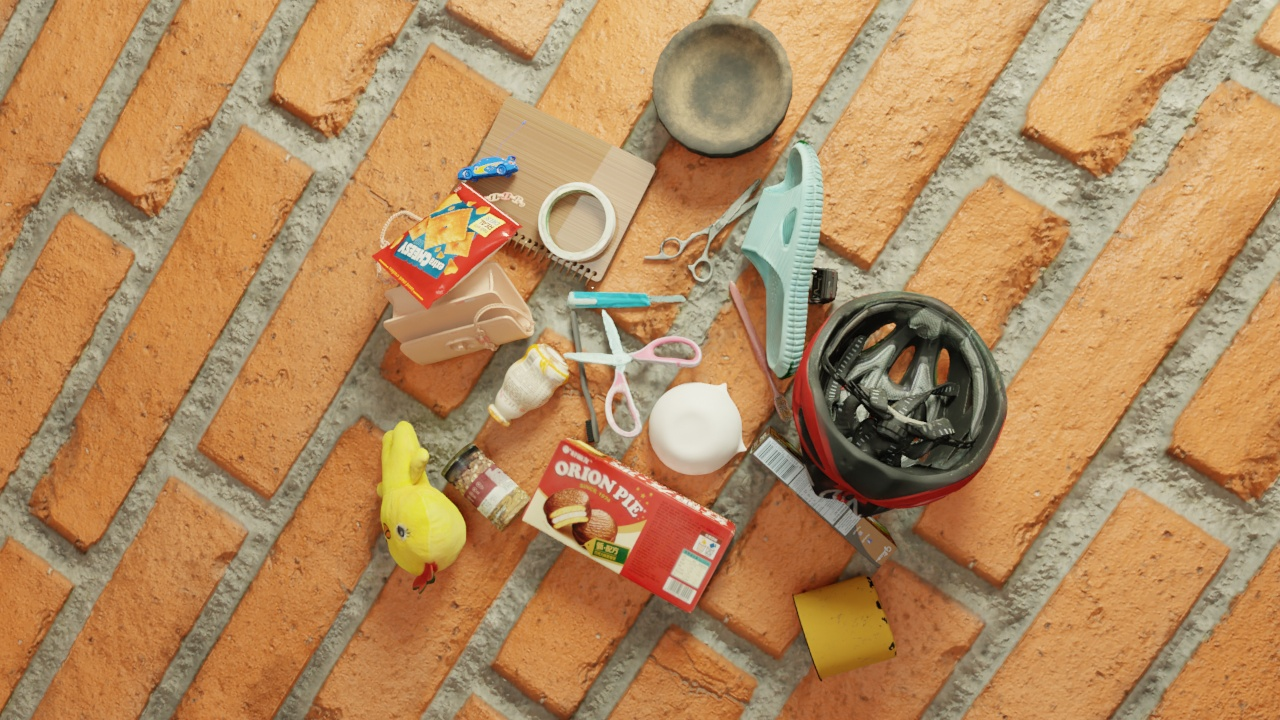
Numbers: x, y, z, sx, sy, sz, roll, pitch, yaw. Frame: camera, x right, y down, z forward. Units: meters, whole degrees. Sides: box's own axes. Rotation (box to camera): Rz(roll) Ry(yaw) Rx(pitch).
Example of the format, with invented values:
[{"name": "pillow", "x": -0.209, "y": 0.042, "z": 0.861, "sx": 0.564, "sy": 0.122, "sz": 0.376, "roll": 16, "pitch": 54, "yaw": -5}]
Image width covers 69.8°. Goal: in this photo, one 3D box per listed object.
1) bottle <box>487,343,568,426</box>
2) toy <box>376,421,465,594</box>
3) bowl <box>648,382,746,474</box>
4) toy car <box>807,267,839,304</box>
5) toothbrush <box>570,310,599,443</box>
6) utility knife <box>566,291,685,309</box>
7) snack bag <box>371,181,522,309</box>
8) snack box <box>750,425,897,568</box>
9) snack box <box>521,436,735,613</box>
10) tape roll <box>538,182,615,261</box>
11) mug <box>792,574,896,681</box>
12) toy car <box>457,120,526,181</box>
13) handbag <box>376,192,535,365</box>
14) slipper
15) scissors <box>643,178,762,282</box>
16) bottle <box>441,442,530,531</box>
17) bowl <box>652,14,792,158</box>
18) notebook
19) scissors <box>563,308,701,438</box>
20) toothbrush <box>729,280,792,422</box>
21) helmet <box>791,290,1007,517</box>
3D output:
[{"name": "bottle", "x": -0.140, "y": 0.032, "z": 1.129, "sx": 0.063, "sy": 0.063, "sz": 0.109, "roll": 45, "pitch": 98, "yaw": 6}, {"name": "toy", "x": -0.279, "y": 0.179, "z": 1.140, "sx": 0.134, "sy": 0.092, "sz": 0.207, "roll": -35, "pitch": 75, "yaw": 51}, {"name": "bowl", "x": 0.063, "y": 0.084, "z": 1.103, "sx": 0.115, "sy": 0.050, "sz": 0.114, "roll": 0, "pitch": 91, "yaw": 9}, {"name": "toy car", "x": 0.213, "y": -0.085, "z": 1.055, "sx": 0.037, "sy": 0.092, "sz": 0.040, "roll": 5, "pitch": 92, "yaw": 2}, {"name": "toothbrush", "x": -0.070, "y": 0.021, "z": 1.143, "sx": 0.013, "sy": 0.012, "sz": 0.167, "roll": -9, "pitch": 90, "yaw": 17}, {"name": "utility knife", "x": -0.018, "y": -0.073, "z": 1.133, "sx": 0.149, "sy": 0.015, "sz": 0.022, "roll": 2, "pitch": 117, "yaw": 7}, {"name": "snack bag", "x": -0.227, "y": -0.137, "z": 1.074, "sx": 0.144, "sy": 0.039, "sz": 0.131, "roll": -43, "pitch": 54, "yaw": -11}, {"name": "snack box", "x": 0.208, "y": 0.153, "z": 1.056, "sx": 0.186, "sy": 0.101, "sz": 0.032, "roll": 42, "pitch": 96, "yaw": 6}, {"name": "snack box", "x": -0.014, "y": 0.195, "z": 1.113, "sx": 0.236, "sy": 0.060, "sz": 0.113, "roll": 27, "pitch": 95, "yaw": 8}, {"name": "tape roll", "x": -0.077, "y": -0.168, "z": 1.114, "sx": 0.094, "sy": 0.018, "sz": 0.094, "roll": 0, "pitch": 90, "yaw": 8}, {"name": "mug", "x": 0.240, "y": 0.314, "z": 1.062, "sx": 0.094, "sy": 0.100, "sz": 0.124, "roll": -19, "pitch": 125, "yaw": 7}, {"name": "toy car", "x": -0.181, "y": -0.255, "z": 1.120, "sx": 0.092, "sy": 0.033, "sz": 0.062, "roll": -6, "pitch": 94, "yaw": 8}, {"name": "handbag", "x": -0.213, "y": -0.100, "z": 1.145, "sx": 0.199, "sy": 0.116, "sz": 0.187, "roll": -14, "pitch": 57, "yaw": 13}, {"name": "slipper", "x": 0.159, "y": -0.116, "z": 1.055, "sx": 0.069, "sy": 0.116, "sz": 0.276, "roll": 4, "pitch": 96, "yaw": -9}, {"name": "scissors", "x": 0.081, "y": -0.165, "z": 1.114, "sx": 0.120, "sy": 0.014, "sz": 0.160, "roll": 23, "pitch": 97, "yaw": 8}, {"name": "bottle", "x": -0.191, "y": 0.158, "z": 1.143, "sx": 0.105, "sy": 0.056, "sz": 0.056, "roll": 42, "pitch": 97, "yaw": 6}, {"name": "bowl", "x": 0.097, "y": -0.315, "z": 1.080, "sx": 0.162, "sy": 0.070, "sz": 0.162, "roll": 0, "pitch": 91, "yaw": 9}, {"name": "notebook", "x": -0.109, "y": -0.208, "z": 1.140, "sx": 0.210, "sy": 0.022, "sz": 0.169, "roll": 27, "pitch": 95, "yaw": 8}, {"name": "scissors", "x": -0.014, "y": 0.017, "z": 1.107, "sx": 0.170, "sy": 0.013, "sz": 0.174, "roll": 5, "pitch": 71, "yaw": 9}, {"name": "toothbrush", "x": 0.144, "y": -0.012, "z": 1.107, "sx": 0.015, "sy": 0.015, "sz": 0.184, "roll": -22, "pitch": 86, "yaw": 2}, {"name": "helmet", "x": 0.274, "y": 0.043, "z": 0.994, "sx": 0.217, "sy": 0.167, "sz": 0.271, "roll": 29, "pitch": 57, "yaw": 8}]
